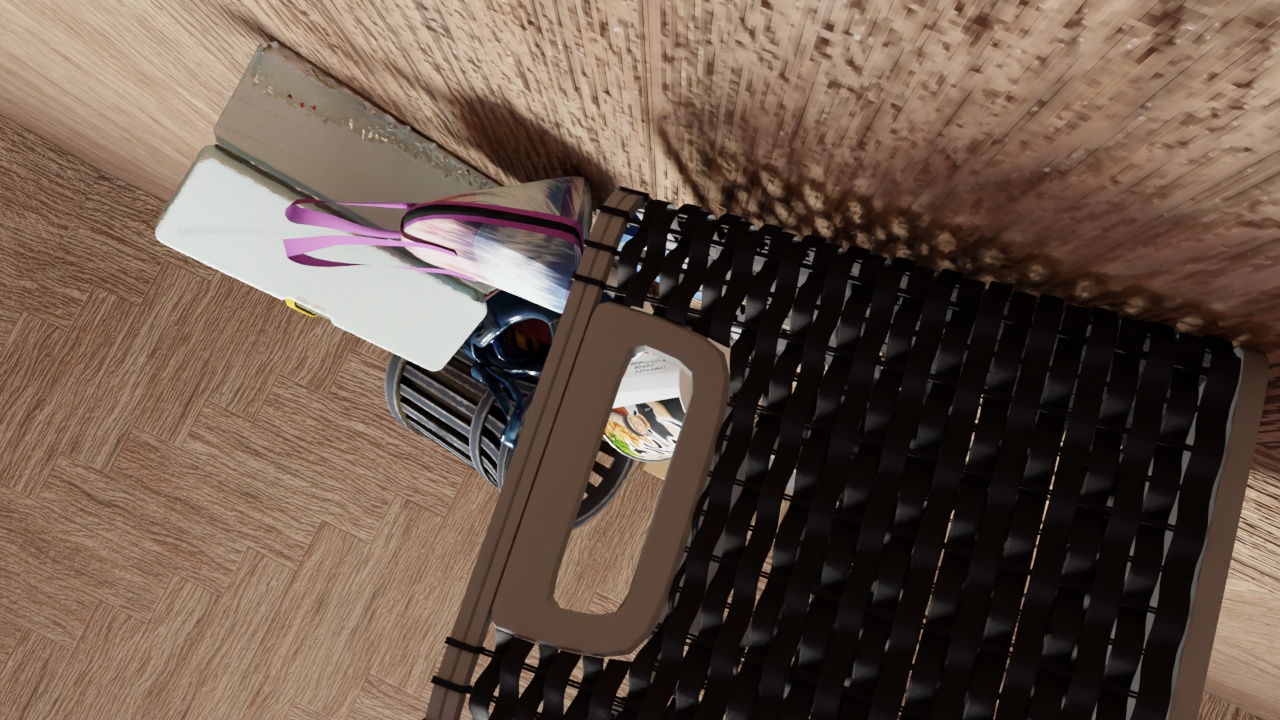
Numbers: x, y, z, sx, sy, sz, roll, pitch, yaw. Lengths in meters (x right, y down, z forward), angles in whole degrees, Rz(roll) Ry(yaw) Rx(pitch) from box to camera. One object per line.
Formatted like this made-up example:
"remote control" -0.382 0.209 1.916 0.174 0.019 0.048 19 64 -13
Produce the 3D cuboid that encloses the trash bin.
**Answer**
"trash bin" -0.135 0.047 0.904 0.228 0.164 0.164 25 175 41

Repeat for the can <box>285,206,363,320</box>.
"can" -0.271 -0.092 0.914 0.101 0.130 0.072 22 174 6

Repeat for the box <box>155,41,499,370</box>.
"box" -0.174 -0.083 0.569 0.197 0.136 0.043 30 -169 -35

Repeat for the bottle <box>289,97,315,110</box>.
"bottle" -0.235 -0.156 0.639 0.042 0.042 0.142 27 173 -14

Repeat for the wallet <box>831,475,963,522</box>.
"wallet" 0.237 0.130 0.858 0.120 0.031 0.099 -6 -173 32

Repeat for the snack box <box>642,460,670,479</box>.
"snack box" 0.067 0.067 0.893 0.040 0.125 0.088 20 172 40

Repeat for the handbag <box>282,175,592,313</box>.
"handbag" -0.114 -0.067 0.519 0.170 0.068 0.144 4 174 -1

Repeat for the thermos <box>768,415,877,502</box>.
"thermos" 0.163 0.086 0.873 0.082 0.082 0.240 26 174 -5

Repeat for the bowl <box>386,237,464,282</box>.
"bowl" -0.146 -0.096 0.701 0.115 0.059 0.115 25 174 3

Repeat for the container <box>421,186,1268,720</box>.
"container" 0.098 0.094 0.423 0.244 0.247 0.245 14 170 23

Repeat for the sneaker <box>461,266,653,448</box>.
"sneaker" -0.121 -0.023 0.765 0.295 0.127 0.121 16 138 49

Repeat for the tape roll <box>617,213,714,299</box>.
"tape roll" 0.019 -0.061 0.539 0.091 0.016 0.093 19 171 47

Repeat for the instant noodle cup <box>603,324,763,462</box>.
"instant noodle cup" 0.039 0.023 0.744 0.123 0.123 0.122 28 164 -22
